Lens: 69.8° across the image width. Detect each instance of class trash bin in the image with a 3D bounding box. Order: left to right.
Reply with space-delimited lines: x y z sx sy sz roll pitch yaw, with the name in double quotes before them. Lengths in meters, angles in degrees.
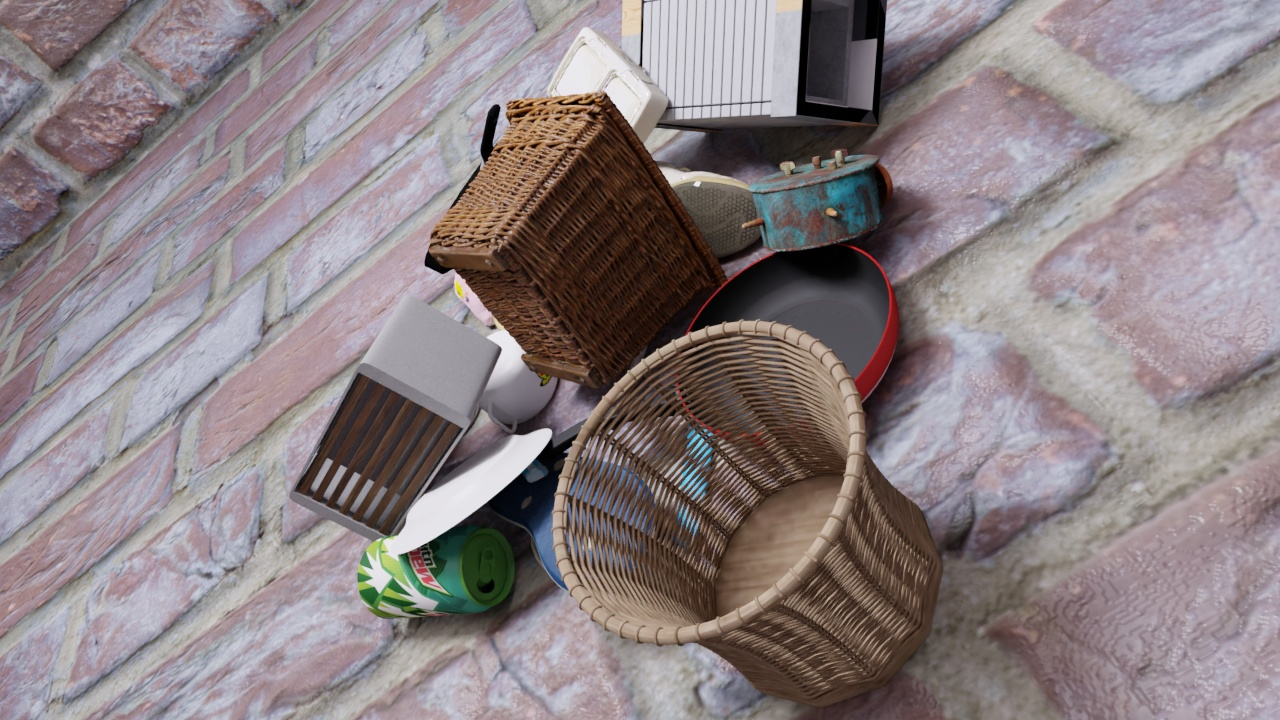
"trash bin" -0.254 0.066 0.950 0.229 0.114 0.114 -51 15 35
"trash bin" 0.114 -0.326 0.984 0.247 0.142 0.142 12 105 45

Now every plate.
"plate" -0.168 0.118 0.888 0.189 0.016 0.188 -34 10 7

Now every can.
"can" -0.201 0.209 0.903 0.144 0.083 0.082 -14 50 32

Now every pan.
"pan" -0.191 -0.222 1.143 0.225 0.034 0.357 -57 6 -18
"pan" 0.067 0.020 0.838 0.357 0.067 0.208 -30 40 18

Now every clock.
"clock" 0.174 -0.160 0.870 0.121 0.073 0.157 -2 20 37

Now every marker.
"marker" -0.006 0.006 0.960 0.011 0.011 0.151 -3 56 39

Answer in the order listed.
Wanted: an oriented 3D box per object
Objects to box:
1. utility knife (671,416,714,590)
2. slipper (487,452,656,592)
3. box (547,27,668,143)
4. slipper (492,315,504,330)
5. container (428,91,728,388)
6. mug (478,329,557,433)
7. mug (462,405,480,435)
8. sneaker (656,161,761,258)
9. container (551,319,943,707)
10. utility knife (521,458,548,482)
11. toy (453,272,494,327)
"utility knife" 0.045 0.118 0.819 0.031 0.015 0.195 -14 45 33
"slipper" -0.059 0.146 0.857 0.118 0.060 0.295 -50 27 -14
"box" -0.067 -0.264 1.020 0.186 0.065 0.145 -45 61 9
"slipper" -0.161 -0.135 1.107 0.112 0.079 0.261 -42 38 28
"container" -0.067 -0.104 0.900 0.162 0.250 0.182 13 59 48
"mug" -0.148 0.026 1.019 0.094 0.068 0.115 -20 46 27
"mug" -0.266 0.047 1.076 0.123 0.110 0.096 -37 36 9
"sneaker" 0.043 -0.175 1.023 0.242 0.089 0.102 12 32 30
"container" 0.087 0.119 0.644 0.227 0.196 0.226 -23 45 25
"utility knife" -0.118 0.100 0.935 0.022 0.015 0.118 -31 19 -12
"toy" -0.209 -0.098 1.169 0.050 0.093 0.102 -21 39 -24
